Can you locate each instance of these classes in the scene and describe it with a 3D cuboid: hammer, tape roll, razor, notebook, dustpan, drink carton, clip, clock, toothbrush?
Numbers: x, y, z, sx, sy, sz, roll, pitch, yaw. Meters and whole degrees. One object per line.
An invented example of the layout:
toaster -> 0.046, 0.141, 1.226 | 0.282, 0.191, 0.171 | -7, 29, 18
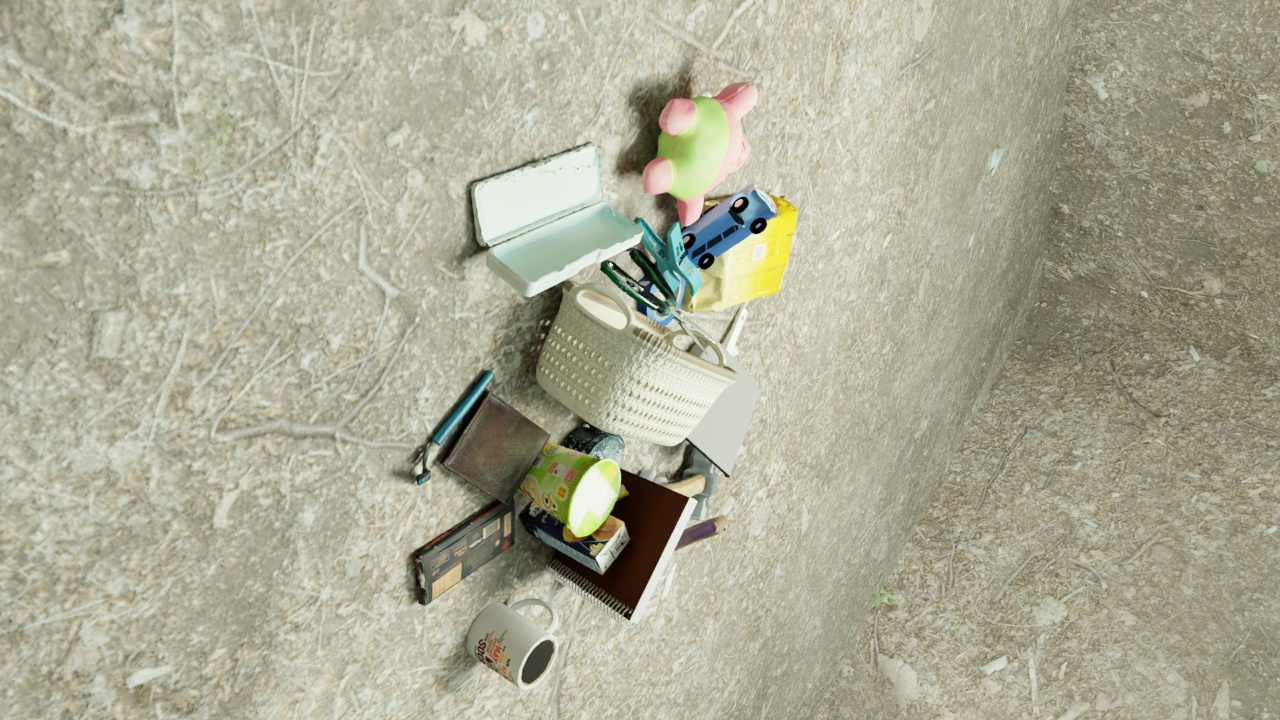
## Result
hammer -> 0.067, 0.190, 1.354 | 0.322, 0.051, 0.117 | 13, 90, -77
tape roll -> 0.029, -0.090, 1.243 | 0.091, 0.016, 0.093 | -43, 141, -36
razor -> -0.201, 0.068, 0.983 | 0.143, 0.022, 0.042 | -59, -175, -22
notebook -> -0.031, 0.229, 1.178 | 0.022, 0.209, 0.171 | 33, 79, -32
dustpan -> 0.127, 0.028, 1.413 | 0.163, 0.033, 0.257 | 43, 61, -39
hammer -> 0.052, 0.257, 1.306 | 0.097, 0.052, 0.329 | -51, -178, -27
drink carton -> -0.084, 0.209, 1.146 | 0.064, 0.130, 0.040 | -48, 142, -29
clip -> 0.051, -0.127, 1.160 | 0.028, 0.113, 0.127 | -53, 147, -23
clock -> -0.060, 0.122, 1.204 | 0.129, 0.052, 0.090 | -54, 146, -21
toothbrush -> -0.076, 0.198, 1.198 | 0.135, 0.016, 0.021 | -28, 162, 9

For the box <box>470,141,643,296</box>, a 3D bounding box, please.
box -> -0.085, -0.152, 0.976 | 0.196, 0.075, 0.126 | -34, 116, -45

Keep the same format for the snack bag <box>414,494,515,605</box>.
snack bag -> -0.202, 0.221, 1.077 | 0.154, 0.018, 0.075 | -29, 131, -47

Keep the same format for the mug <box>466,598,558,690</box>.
mug -> -0.153, 0.350, 1.165 | 0.105, 0.090, 0.073 | -52, 146, -25

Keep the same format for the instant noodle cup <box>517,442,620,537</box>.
instant noodle cup -> -0.095, 0.145, 1.108 | 0.098, 0.108, 0.099 | -34, 136, -42

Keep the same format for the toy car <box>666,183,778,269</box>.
toy car -> 0.105, -0.174, 1.199 | 0.154, 0.054, 0.056 | -33, 127, 22

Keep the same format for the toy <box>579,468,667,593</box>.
toy -> -0.020, 0.222, 1.299 | 0.106, 0.131, 0.204 | 61, 42, -28

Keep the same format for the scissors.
scissors -> 0.016, -0.086, 1.095 | 0.201, 0.204, 0.015 | 36, 108, -32

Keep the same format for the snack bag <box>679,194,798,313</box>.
snack bag -> 0.152, -0.157, 1.343 | 0.246, 0.068, 0.160 | -20, 124, -52

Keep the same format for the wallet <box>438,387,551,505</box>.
wallet -> -0.165, 0.099, 1.044 | 0.120, 0.031, 0.099 | 43, 72, -47

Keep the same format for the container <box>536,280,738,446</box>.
container -> -0.006, 0.006, 1.100 | 0.246, 0.185, 0.143 | 22, 100, -57

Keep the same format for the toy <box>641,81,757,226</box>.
toy -> 0.085, -0.263, 1.151 | 0.236, 0.097, 0.192 | -21, 139, -59
